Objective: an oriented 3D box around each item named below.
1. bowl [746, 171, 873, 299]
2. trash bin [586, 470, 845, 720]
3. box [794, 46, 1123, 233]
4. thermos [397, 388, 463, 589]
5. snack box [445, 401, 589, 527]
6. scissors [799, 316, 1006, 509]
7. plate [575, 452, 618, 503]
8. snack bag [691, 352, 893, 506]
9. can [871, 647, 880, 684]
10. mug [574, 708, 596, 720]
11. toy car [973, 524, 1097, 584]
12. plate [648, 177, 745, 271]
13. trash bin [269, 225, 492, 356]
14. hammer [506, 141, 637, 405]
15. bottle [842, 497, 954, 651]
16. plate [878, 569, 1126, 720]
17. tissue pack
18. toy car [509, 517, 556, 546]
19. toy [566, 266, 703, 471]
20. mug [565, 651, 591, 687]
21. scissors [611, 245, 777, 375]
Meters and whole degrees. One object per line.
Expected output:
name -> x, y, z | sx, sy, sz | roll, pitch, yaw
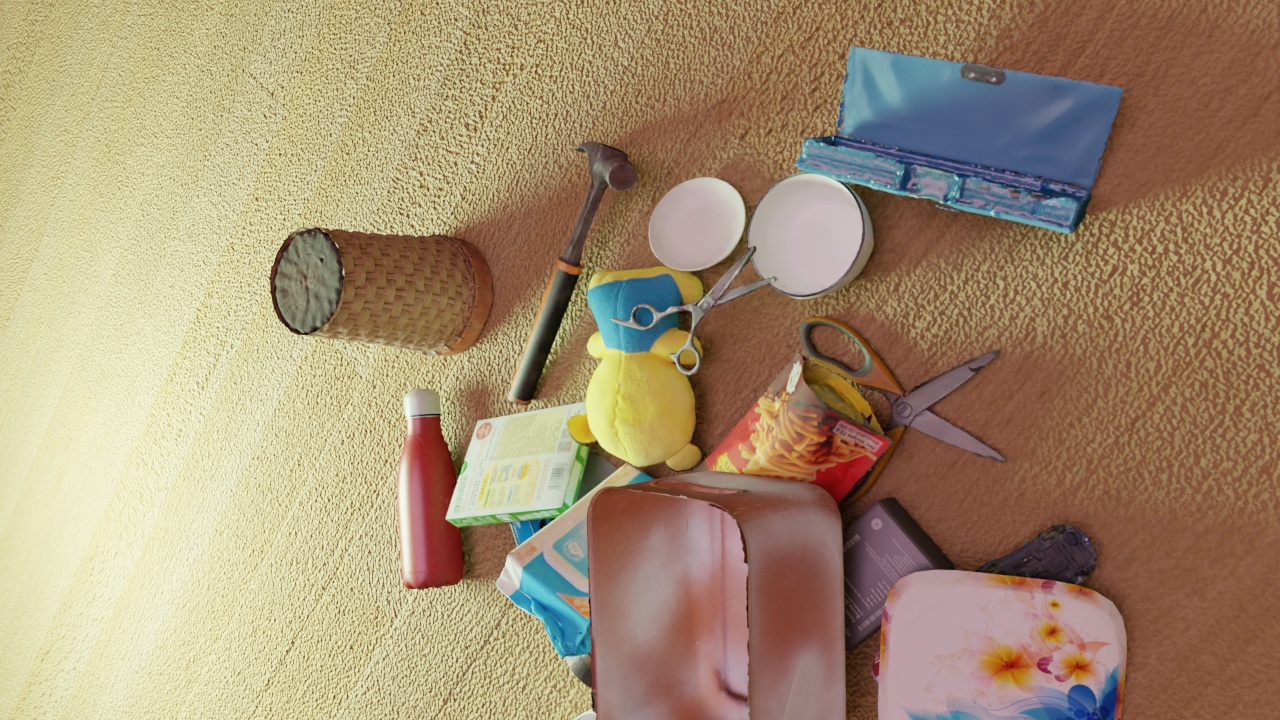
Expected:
bowl -> 0.165, -0.113, 0.856 | 0.117, 0.065, 0.116 | -1, 87, 33
trash bin -> 0.070, 0.230, 0.800 | 0.182, 0.157, 0.260 | 1, 95, 46
box -> 0.259, -0.190, 0.758 | 0.232, 0.094, 0.112 | 20, 117, 26
thermos -> -0.259, 0.153, 1.116 | 0.073, 0.073, 0.239 | -9, 83, 32
snack box -> -0.132, 0.117, 1.026 | 0.168, 0.027, 0.131 | -11, 50, 32
scissors -> 0.219, 0.040, 0.845 | 0.226, 0.016, 0.229 | -43, 67, 25
plate -> -0.072, 0.192, 1.029 | 0.179, 0.012, 0.178 | -1, 88, 33
snack bag -> 0.136, 0.104, 0.871 | 0.139, 0.066, 0.208 | 49, 127, 23
can -> 0.247, 0.249, 0.798 | 0.054, 0.054, 0.097 | 44, 111, 26
mug -> -0.010, 0.403, 0.937 | 0.081, 0.087, 0.114 | -43, 67, 24
toy car -> 0.326, 0.176, 0.762 | 0.105, 0.032, 0.048 | -38, 68, 20
plate -> 0.061, -0.135, 0.939 | 0.104, 0.026, 0.104 | -8, 69, 21
trash bin -> -0.297, -0.084, 1.067 | 0.151, 0.209, 0.151 | -1, 88, 32
hammer -> -0.089, -0.094, 1.022 | 0.315, 0.035, 0.137 | -67, 27, 22
bottle -> 0.190, 0.213, 0.840 | 0.174, 0.046, 0.083 | -49, 65, 22
plate -> 0.291, 0.266, 0.748 | 0.187, 0.016, 0.187 | 3, 101, 17
tissue pack -> -0.036, 0.192, 0.904 | 0.117, 0.208, 0.066 | 33, 140, 29
toy car -> -0.109, 0.209, 1.018 | 0.056, 0.043, 0.120 | -34, 71, 27
toy -> -0.006, 0.006, 0.953 | 0.149, 0.083, 0.214 | 1, 86, 34
mug -> -0.027, 0.270, 0.965 | 0.107, 0.080, 0.115 | -52, 46, 21
scissors -> 0.048, -0.058, 0.875 | 0.147, 0.014, 0.142 | 25, 111, 17
